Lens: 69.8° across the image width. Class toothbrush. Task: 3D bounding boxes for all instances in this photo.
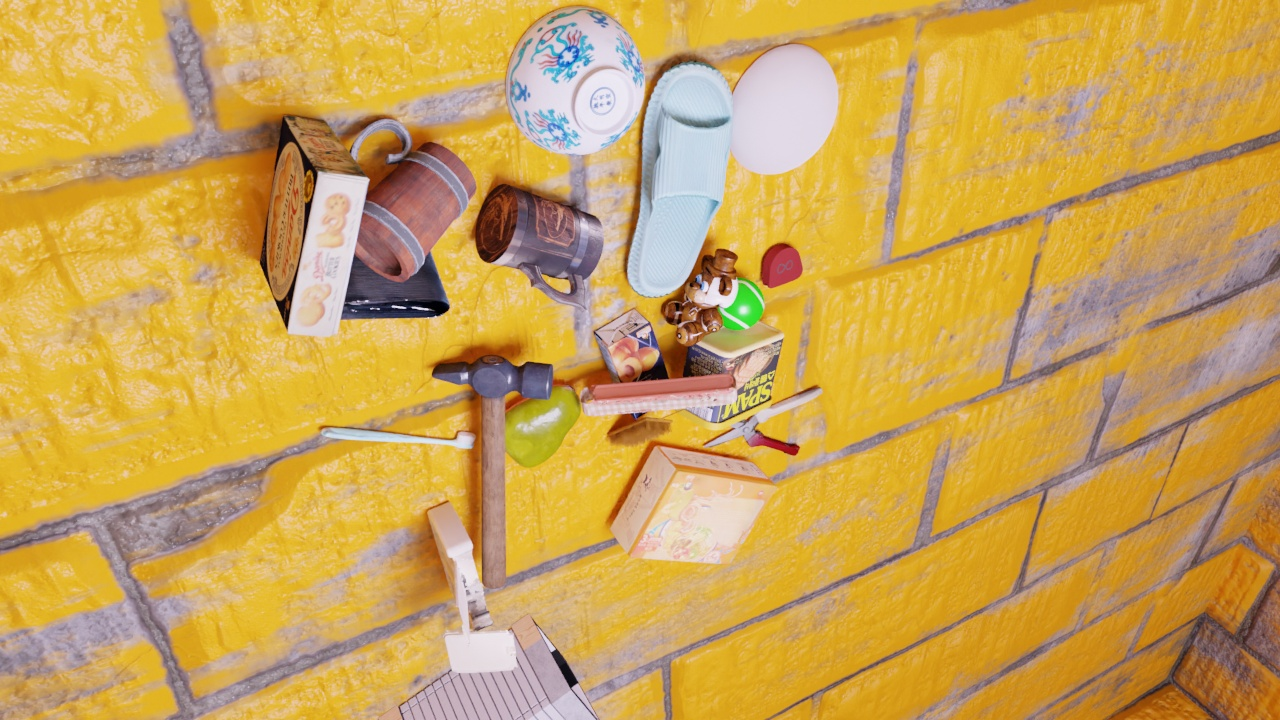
[{"bbox_3d":[-0.266,0.085,1.025,0.180,0.016,0.017,7,119,-37],"label":"toothbrush"}]

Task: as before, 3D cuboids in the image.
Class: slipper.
[{"bbox_3d":[0.049,-0.184,1.008,0.115,0.069,0.277,-9,125,-32],"label":"slipper"}]

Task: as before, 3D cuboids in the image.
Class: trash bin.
[{"bbox_3d":[-0.204,0.508,1.274,0.246,0.142,0.142,-33,133,-9],"label":"trash bin"}]

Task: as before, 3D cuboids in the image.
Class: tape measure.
[{"bbox_3d":[0.181,-0.124,1.168,0.058,0.019,0.051,-21,128,-29],"label":"tape measure"}]

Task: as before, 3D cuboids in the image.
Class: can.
[{"bbox_3d":[0.114,0.013,1.161,0.135,0.075,0.104,-19,128,-45],"label":"can"}]

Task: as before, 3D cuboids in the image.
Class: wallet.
[{"bbox_3d":[-0.246,-0.080,0.873,0.114,0.089,0.026,-4,140,-33],"label":"wallet"}]

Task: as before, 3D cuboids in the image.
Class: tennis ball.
[{"bbox_3d":[0.120,-0.070,1.133,0.065,0.065,0.065,-17,128,-23],"label":"tennis ball"}]

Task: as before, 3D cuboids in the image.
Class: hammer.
[{"bbox_3d":[-0.172,0.139,1.064,0.129,0.040,0.322,6,119,1],"label":"hammer"}]

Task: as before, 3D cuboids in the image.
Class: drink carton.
[{"bbox_3d":[-0.007,0.007,1.122,0.064,0.040,0.130,-30,133,-12],"label":"drink carton"}]

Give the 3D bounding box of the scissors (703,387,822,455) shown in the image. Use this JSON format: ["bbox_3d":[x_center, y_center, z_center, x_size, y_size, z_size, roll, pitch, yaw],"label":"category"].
[{"bbox_3d":[0.186,0.091,1.324,0.179,0.015,0.198,-44,133,3],"label":"scissors"}]

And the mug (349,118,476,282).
[{"bbox_3d":[-0.222,-0.151,0.835,0.117,0.082,0.110,45,63,-19],"label":"mug"}]

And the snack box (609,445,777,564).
[{"bbox_3d":[0.071,0.201,1.280,0.195,0.080,0.145,14,112,-39],"label":"snack box"}]

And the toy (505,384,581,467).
[{"bbox_3d":[-0.116,0.075,1.089,0.110,0.051,0.090,-37,126,0],"label":"toy"}]

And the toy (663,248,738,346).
[{"bbox_3d":[0.078,-0.078,1.085,0.067,0.087,0.113,4,122,-24],"label":"toy"}]

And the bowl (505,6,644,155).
[{"bbox_3d":[-0.049,-0.258,0.885,0.143,0.074,0.144,-17,128,-23],"label":"bowl"}]

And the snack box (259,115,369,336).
[{"bbox_3d":[-0.283,-0.117,0.783,0.042,0.145,0.145,3,118,-34],"label":"snack box"}]

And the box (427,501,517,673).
[{"bbox_3d":[-0.215,0.273,1.075,0.080,0.180,0.144,-20,123,-19],"label":"box"}]

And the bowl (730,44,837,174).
[{"bbox_3d":[0.170,-0.276,1.037,0.149,0.043,0.150,-17,128,-23],"label":"bowl"}]

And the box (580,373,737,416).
[{"bbox_3d":[0.022,0.046,1.078,0.187,0.056,0.067,-6,147,6],"label":"box"}]

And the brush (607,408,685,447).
[{"bbox_3d":[0.013,0.085,1.151,0.048,0.017,0.127,9,156,-37],"label":"brush"}]

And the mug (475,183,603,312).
[{"bbox_3d":[-0.100,-0.111,0.934,0.107,0.115,0.080,11,153,-39],"label":"mug"}]
